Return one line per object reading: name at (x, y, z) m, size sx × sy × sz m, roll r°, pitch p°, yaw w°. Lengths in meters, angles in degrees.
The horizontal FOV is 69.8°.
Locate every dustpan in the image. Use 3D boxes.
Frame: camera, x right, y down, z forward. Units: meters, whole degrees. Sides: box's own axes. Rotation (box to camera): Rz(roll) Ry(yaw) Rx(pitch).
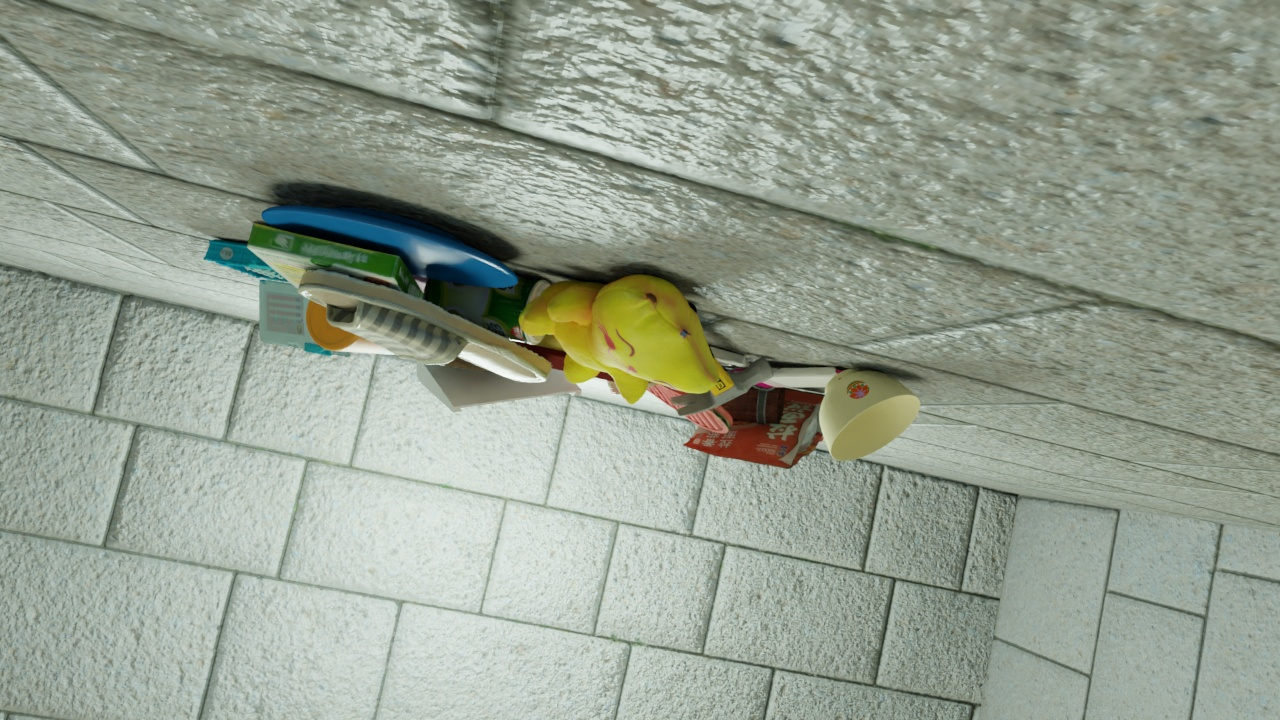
dustpan at (-0.233, 0.020, 1.381) m, size 0.191 × 0.053 × 0.258 m, roll -7°, pitch -151°, yaw -30°

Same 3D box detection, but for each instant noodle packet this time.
instant noodle packet at (0.175, 0.110, 1.380) m, size 0.164 × 0.084 × 0.220 m, roll 11°, pitch -159°, yaw 22°

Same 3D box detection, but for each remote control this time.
remote control at (0.071, -0.014, 1.170) m, size 0.136 × 0.013 × 0.043 m, roll 15°, pitch 174°, yaw -23°

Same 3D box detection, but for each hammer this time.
hammer at (0.070, 0.001, 1.024) m, size 0.127 × 0.029 × 0.323 m, roll -29°, pitch 160°, yaw 6°

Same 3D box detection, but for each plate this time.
plate at (-0.217, -0.107, 0.816) m, size 0.224 × 0.024 × 0.224 m, roll 12°, pitch 174°, yaw 1°

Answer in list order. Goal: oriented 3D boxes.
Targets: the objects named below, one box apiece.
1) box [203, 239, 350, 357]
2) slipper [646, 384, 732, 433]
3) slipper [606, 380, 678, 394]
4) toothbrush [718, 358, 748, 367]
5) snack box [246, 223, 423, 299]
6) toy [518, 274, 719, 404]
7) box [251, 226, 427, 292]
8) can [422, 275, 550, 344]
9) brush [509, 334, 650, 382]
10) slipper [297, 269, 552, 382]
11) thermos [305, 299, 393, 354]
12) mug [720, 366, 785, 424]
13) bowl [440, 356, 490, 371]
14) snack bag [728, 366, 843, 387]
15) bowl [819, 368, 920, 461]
box at (-0.427, -0.090, 1.170) m, size 0.228 × 0.086 × 0.168 m, roll 9°, pitch 139°, yaw 28°
slipper at (0.040, 0.022, 1.291) m, size 0.249 × 0.059 × 0.103 m, roll 30°, pitch 165°, yaw 40°
slipper at (-0.007, 0.007, 1.116) m, size 0.197 × 0.081 × 0.093 m, roll 27°, pitch 164°, yaw -32°
toothbrush at (0.085, -0.002, 1.283) m, size 0.017 × 0.012 × 0.187 m, roll 0°, pitch -177°, yaw -37°
snack box at (-0.286, -0.084, 0.886) m, size 0.132 × 0.027 × 0.168 m, roll 13°, pitch 171°, yaw -4°
toy at (-0.014, -0.026, 0.847) m, size 0.194 × 0.087 × 0.134 m, roll 2°, pitch 139°, yaw 52°
box at (-0.300, -0.103, 1.002) m, size 0.214 × 0.040 × 0.151 m, roll 18°, pitch 176°, yaw -44°
can at (-0.155, -0.059, 0.944) m, size 0.121 × 0.067 × 0.067 m, roll 11°, pitch 174°, yaw 16°
brush at (-0.057, -0.028, 1.003) m, size 0.173 × 0.082 × 0.042 m, roll 12°, pitch 140°, yaw 3°
slipper at (-0.206, -0.021, 0.901) m, size 0.272 × 0.054 × 0.115 m, roll 24°, pitch 169°, yaw -40°
thermos at (-0.291, -0.052, 1.089) m, size 0.076 × 0.091 × 0.232 m, roll -4°, pitch 177°, yaw 19°
mug at (0.148, 0.043, 1.328) m, size 0.111 × 0.081 × 0.117 m, roll 7°, pitch 149°, yaw 17°
bowl at (-0.248, -0.034, 1.280) m, size 0.162 × 0.070 × 0.162 m, roll 10°, pitch -175°, yaw -1°
snack bag at (0.200, 0.021, 1.179) m, size 0.070 × 0.016 × 0.197 m, roll 17°, pitch 168°, yaw -40°
bowl at (0.254, 0.052, 1.070) m, size 0.117 × 0.118 × 0.074 m, roll 18°, pitch -146°, yaw -48°
